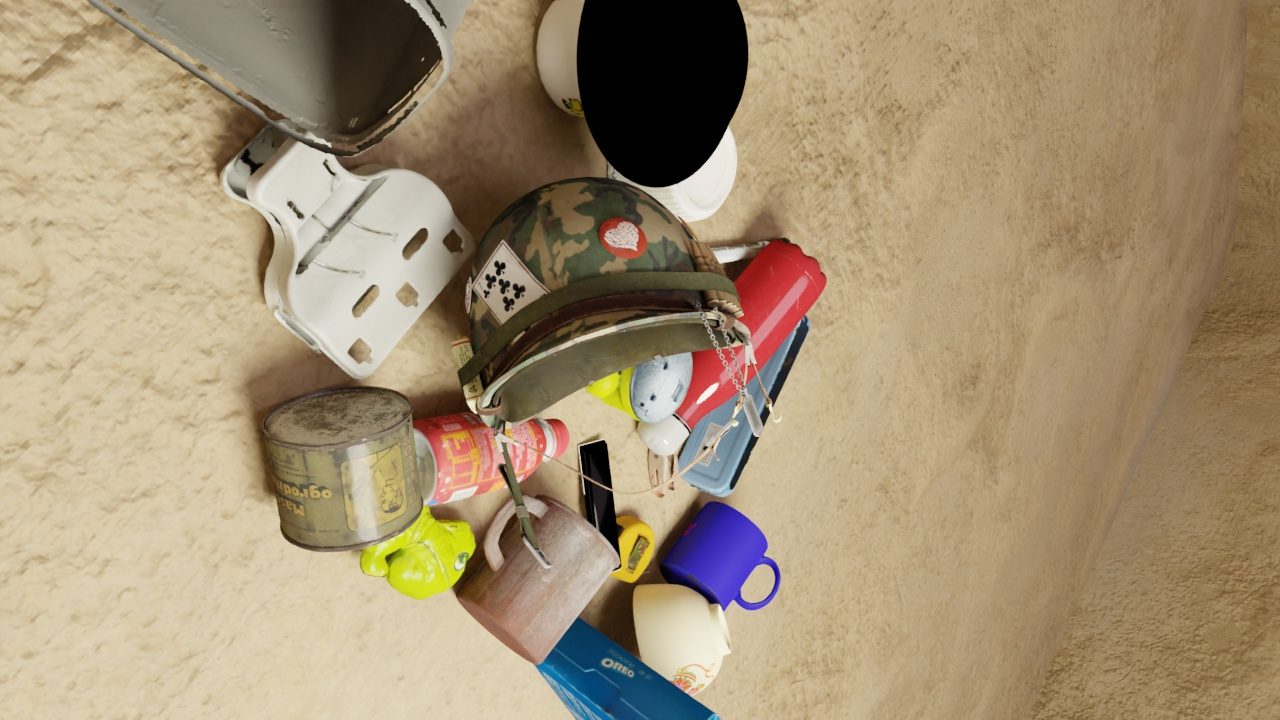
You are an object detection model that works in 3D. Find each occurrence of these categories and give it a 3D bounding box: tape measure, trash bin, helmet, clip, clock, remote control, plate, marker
[{"bbox_3d":[-0.012,0.179,0.871,0.068,0.030,0.059,35,78,-50],"label":"tape measure"},{"bbox_3d":[-0.143,-0.253,0.424,0.197,0.198,0.219,34,69,-26],"label":"trash bin"},{"bbox_3d":[-0.024,-0.006,0.618,0.224,0.193,0.236,-76,146,-81],"label":"helmet"},{"bbox_3d":[0.025,0.106,0.893,0.049,0.026,0.061,9,98,-52],"label":"clip"},{"bbox_3d":[-0.005,0.005,0.794,0.119,0.057,0.083,39,74,-49],"label":"clock"},{"bbox_3d":[-0.035,0.133,0.819,0.028,0.012,0.124,-13,101,-33],"label":"remote control"},{"bbox_3d":[0.033,-0.216,0.662,0.183,0.036,0.184,-20,118,-44],"label":"plate"},{"bbox_3d":[0.103,-0.108,0.908,0.146,0.017,0.017,-15,115,-46],"label":"marker"},{"bbox_3d":[-0.188,-0.079,0.564,0.150,0.089,0.125,49,64,-34],"label":"clip"}]

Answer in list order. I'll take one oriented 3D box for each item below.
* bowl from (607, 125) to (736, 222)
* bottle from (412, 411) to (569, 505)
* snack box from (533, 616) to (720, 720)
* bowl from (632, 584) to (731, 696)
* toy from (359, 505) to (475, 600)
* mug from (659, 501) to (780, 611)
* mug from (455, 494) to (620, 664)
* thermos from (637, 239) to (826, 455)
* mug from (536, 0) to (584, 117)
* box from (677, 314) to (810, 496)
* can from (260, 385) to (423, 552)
[{"bbox_3d":[0.034,-0.166,0.771,0.115,0.062,0.115,-20,118,-44],"label":"bowl"},{"bbox_3d":[-0.112,0.067,0.690,0.137,0.062,0.062,-6,108,-48],"label":"bottle"},{"bbox_3d":[0.012,0.344,0.828,0.056,0.196,0.239,-45,134,-25],"label":"snack box"},{"bbox_3d":[0.046,0.267,0.888,0.118,0.074,0.118,-16,89,-82],"label":"bowl"},{"bbox_3d":[-0.164,0.137,0.677,0.094,0.036,0.093,-30,117,-41],"label":"toy"},{"bbox_3d":[0.088,0.210,0.936,0.083,0.111,0.079,-49,160,-26],"label":"mug"},{"bbox_3d":[-0.089,0.165,0.732,0.110,0.096,0.123,-53,129,-28],"label":"mug"},{"bbox_3d":[0.082,-0.009,0.877,0.239,0.073,0.073,-50,136,-13],"label":"thermos"},{"bbox_3d":[-0.018,-0.225,0.685,0.115,0.068,0.094,10,96,-50],"label":"mug"},{"bbox_3d":[0.110,0.040,0.934,0.052,0.067,0.209,39,73,-56],"label":"box"},{"bbox_3d":[-0.186,0.067,0.580,0.089,0.090,0.075,-22,120,-43],"label":"can"}]
